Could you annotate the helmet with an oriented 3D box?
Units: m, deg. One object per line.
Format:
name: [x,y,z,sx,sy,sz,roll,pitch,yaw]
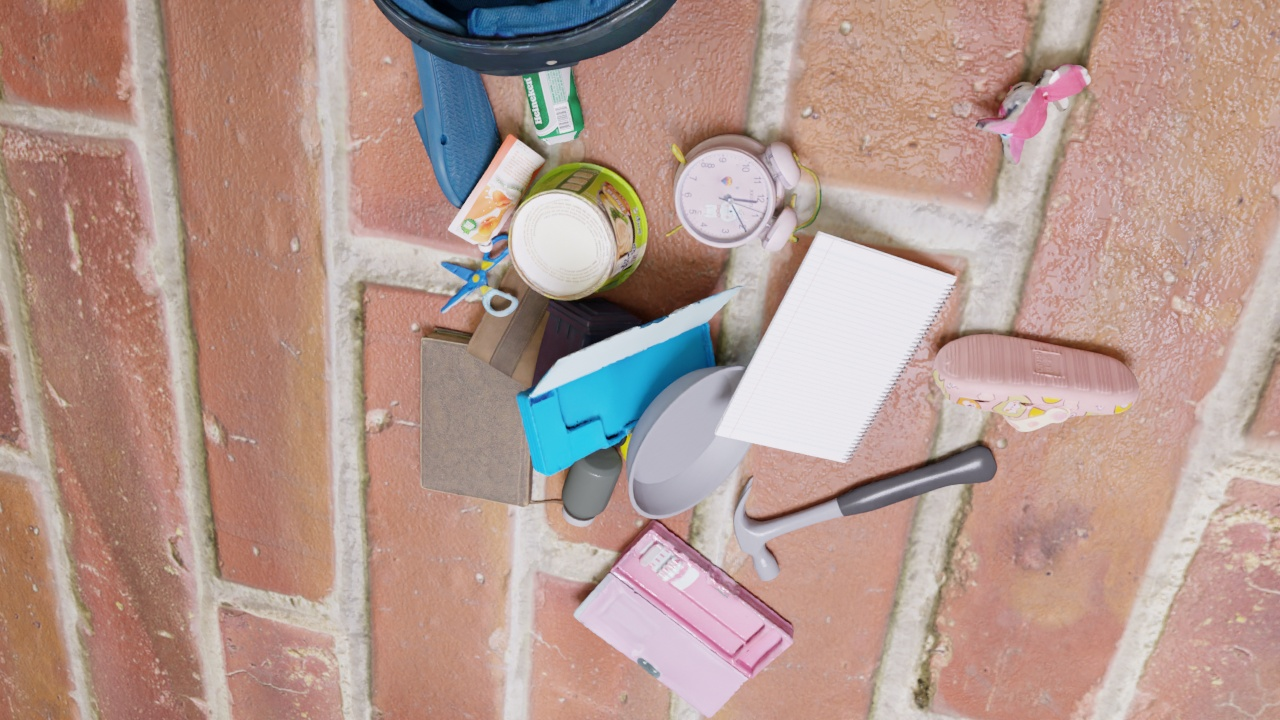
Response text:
helmet: [-0.092,-0.387,0.819,0.316,0.235,0.249,-1,111,12]

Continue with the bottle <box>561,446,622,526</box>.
bottle: [-0.062,0.151,1.114,0.060,0.060,0.109,24,128,4]

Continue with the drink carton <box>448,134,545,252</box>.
drink carton: [-0.155,-0.179,0.994,0.039,0.069,0.122,38,96,32]

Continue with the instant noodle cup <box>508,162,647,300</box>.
instant noodle cup: [-0.071,-0.133,0.988,0.146,0.097,0.146,5,112,12]

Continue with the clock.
clock: [0.107,-0.171,0.951,0.158,0.058,0.117,7,112,11]

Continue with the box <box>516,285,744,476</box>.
box: [-0.013,0.006,0.958,0.071,0.242,0.171,42,140,32]

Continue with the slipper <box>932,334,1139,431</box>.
slipper: [0.401,0.030,0.948,0.197,0.093,0.082,5,132,10]

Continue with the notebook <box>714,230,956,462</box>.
notebook: [0.206,-0.004,0.972,0.177,0.013,0.246,14,117,-22]

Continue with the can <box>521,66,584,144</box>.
can: [-0.093,-0.280,0.961,0.053,0.053,0.101,-7,109,17]

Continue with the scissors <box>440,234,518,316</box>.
scissors: [-0.182,-0.089,1.058,0.125,0.015,0.127,-38,63,15]

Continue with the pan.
pan: [0.106,0.024,1.001,0.051,0.200,0.357,40,97,35]

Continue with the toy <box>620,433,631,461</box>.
toy: [0.020,0.097,1.087,0.094,0.041,0.095,2,110,8]

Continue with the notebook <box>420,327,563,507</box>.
notebook: [-0.180,0.079,1.134,0.190,0.034,0.216,11,112,8]

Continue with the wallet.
wallet: [-0.134,-0.039,1.063,0.098,0.027,0.121,30,94,5]

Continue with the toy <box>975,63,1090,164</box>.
toy: [0.370,-0.243,0.868,0.103,0.050,0.065,-41,133,21]

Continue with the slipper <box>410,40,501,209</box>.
slipper: [-0.205,-0.262,0.971,0.059,0.103,0.214,1,114,28]

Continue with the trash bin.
trash bin: [-0.063,0.014,1.026,0.092,0.093,0.161,31,115,42]

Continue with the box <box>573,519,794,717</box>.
box: [0.054,0.331,1.172,0.232,0.039,0.179,39,111,-3]

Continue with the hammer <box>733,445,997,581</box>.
hammer: [0.251,0.159,1.061,0.311,0.029,0.125,-22,104,20]
